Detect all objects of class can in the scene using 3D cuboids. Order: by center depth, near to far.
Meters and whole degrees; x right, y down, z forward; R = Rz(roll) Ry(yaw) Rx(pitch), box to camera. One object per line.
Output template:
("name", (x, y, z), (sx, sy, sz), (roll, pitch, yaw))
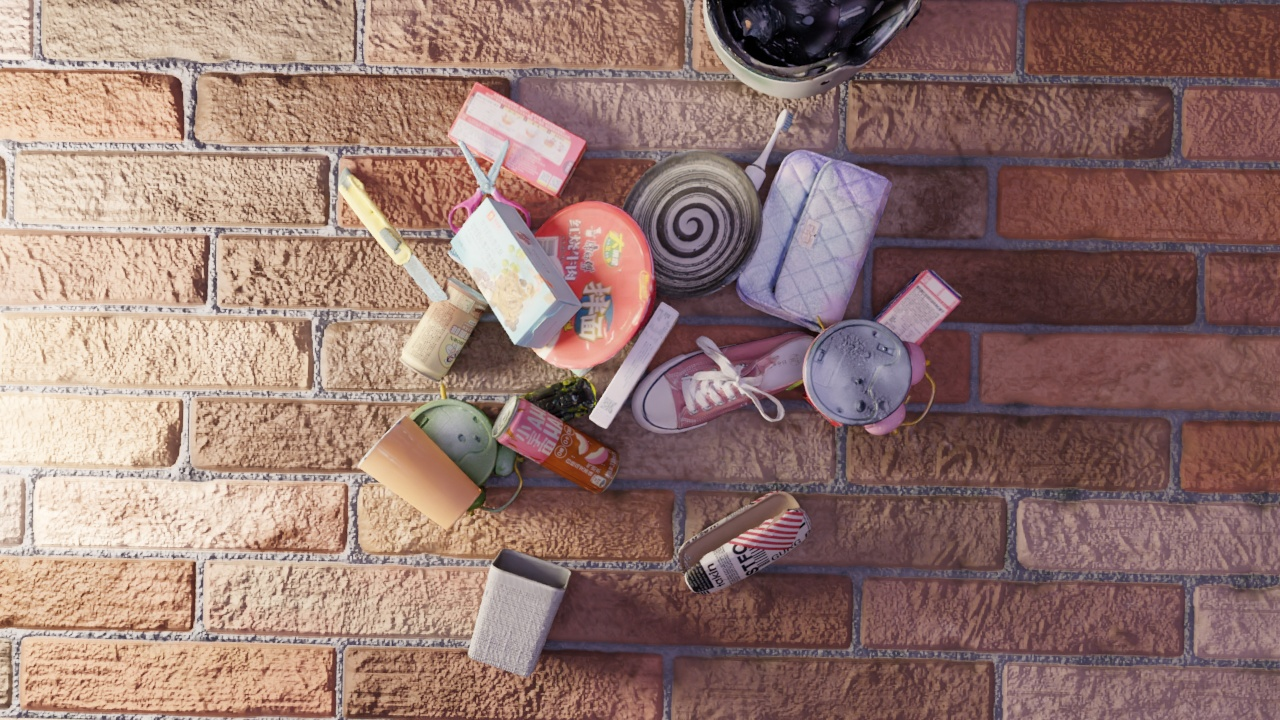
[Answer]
("can", (-0.097, 0.100, 1.068), (0.147, 0.058, 0.058), (31, 90, -18))
("can", (-0.233, -0.037, 1.090), (0.058, 0.058, 0.116), (32, 90, 1))

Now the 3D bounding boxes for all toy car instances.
("toy car", (-0.103, 0.052, 1.102), (0.105, 0.032, 0.048), (-20, 95, 12))

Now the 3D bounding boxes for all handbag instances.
("handbag", (0.199, -0.139, 1.075), (0.134, 0.075, 0.194), (20, 91, 2))

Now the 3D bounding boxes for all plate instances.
("plate", (0.060, -0.158, 1.084), (0.180, 0.024, 0.179), (-4, 81, 23))

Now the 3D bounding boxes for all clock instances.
("clock", (0.254, 0.020, 1.024), (0.158, 0.060, 0.117), (23, 91, 0))
("clock", (-0.211, 0.114, 1.091), (0.161, 0.056, 0.116), (43, 91, 1))

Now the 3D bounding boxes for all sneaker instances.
("sneaker", (0.105, 0.023, 1.070), (0.241, 0.088, 0.118), (-17, 90, 0))

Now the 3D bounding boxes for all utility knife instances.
("utility knife", (-0.297, -0.147, 1.092), (0.031, 0.022, 0.220), (-44, 79, 13))

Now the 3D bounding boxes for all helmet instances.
("helmet", (0.188, -0.410, 1.036), (0.230, 0.157, 0.273), (34, 80, 2))

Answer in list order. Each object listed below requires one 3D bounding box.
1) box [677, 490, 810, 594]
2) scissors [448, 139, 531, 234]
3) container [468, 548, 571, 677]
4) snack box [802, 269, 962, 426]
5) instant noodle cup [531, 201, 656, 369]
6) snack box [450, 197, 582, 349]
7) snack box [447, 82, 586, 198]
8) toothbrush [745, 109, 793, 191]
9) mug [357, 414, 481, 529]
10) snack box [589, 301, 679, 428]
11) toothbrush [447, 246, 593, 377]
("box", (0.121, 0.214, 1.095), (0.163, 0.083, 0.075), (-33, 126, 0))
("scissors", (-0.189, -0.201, 1.098), (0.130, 0.017, 0.133), (-28, 106, 12))
("container", (-0.144, 0.296, 1.075), (0.090, 0.090, 0.114), (19, 93, 1))
("snack box", (0.284, -0.014, 1.083), (0.058, 0.057, 0.207), (44, 91, 3))
("instant noodle cup", (-0.053, -0.083, 1.057), (0.194, 0.065, 0.193), (-4, 82, 31))
("snack box", (-0.144, -0.100, 1.048), (0.074, 0.051, 0.175), (-46, 63, 21))
("snack box", (-0.148, -0.265, 1.105), (0.153, 0.025, 0.075), (28, 90, 1))
("toothbrush", (0.126, -0.202, 1.101), (0.026, 0.027, 0.221), (28, 90, -38))
("mug", (-0.243, 0.129, 1.029), (0.123, 0.078, 0.078), (43, 90, -5))
("snack box", (-0.006, 0.006, 1.073), (0.027, 0.084, 0.157), (33, 91, 2))
("toothbrush", (-0.146, -0.060, 1.105), (0.224, 0.026, 0.027), (41, 105, 1))
